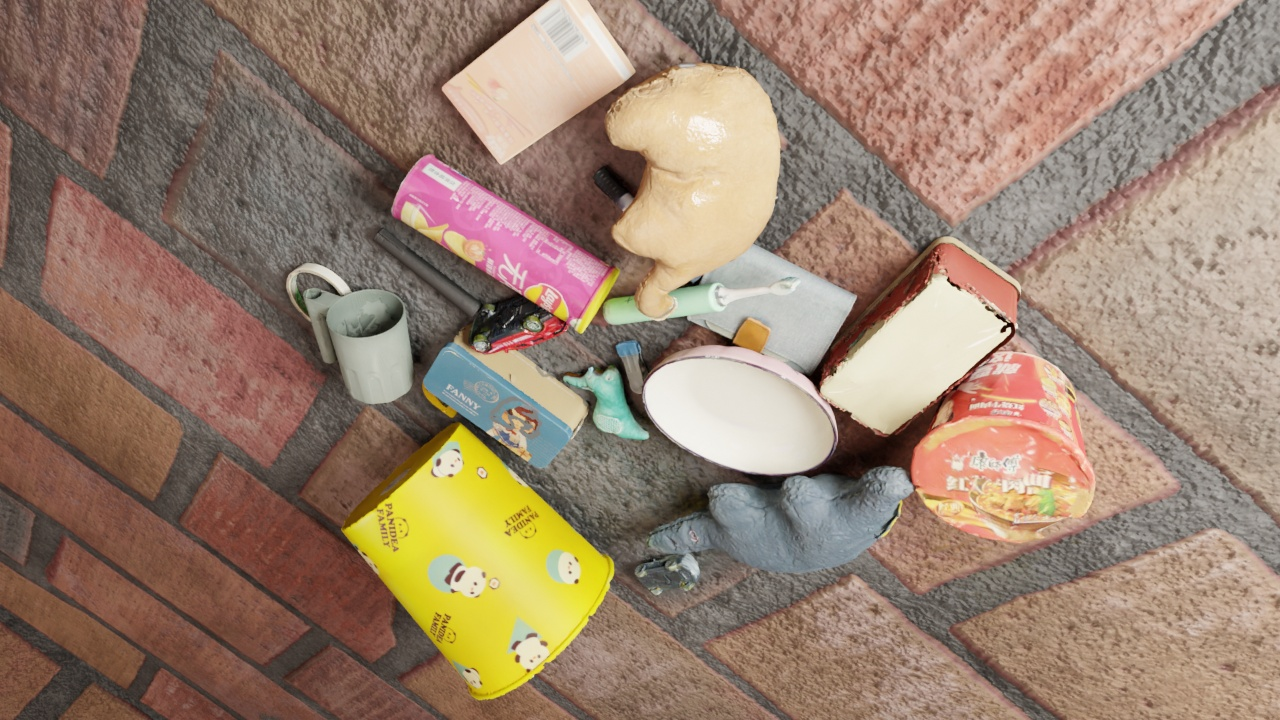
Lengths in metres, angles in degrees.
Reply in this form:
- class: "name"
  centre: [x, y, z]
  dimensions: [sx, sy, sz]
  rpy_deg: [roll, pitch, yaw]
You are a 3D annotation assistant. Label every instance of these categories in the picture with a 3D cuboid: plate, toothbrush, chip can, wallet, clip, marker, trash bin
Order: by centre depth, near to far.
- class: "marker"
  centre: [0.007, -0.119, 0.814]
  dimensions: [0.130, 0.018, 0.023]
  rpy_deg: [47, 161, -2]
- class: "toothbrush"
  centre: [0.047, -0.054, 0.821]
  dimensions: [0.225, 0.027, 0.026]
  rpy_deg: [-5, 119, 47]
- class: "wallet"
  centre: [0.112, -0.046, 0.823]
  dimensions: [0.130, 0.036, 0.107]
  rpy_deg: [27, 135, 6]
- class: "chip can"
  centre: [-0.126, -0.110, 0.865]
  dimensions: [0.210, 0.071, 0.072]
  rpy_deg: [32, 135, 0]
- class: "plate"
  centre: [0.097, 0.044, 0.886]
  dimensions: [0.192, 0.038, 0.193]
  rpy_deg: [16, 146, 11]
- class: "clip"
  centre: [-0.005, 0.005, 0.941]
  dimensions: [0.025, 0.029, 0.057]
  rpy_deg: [-8, 113, 29]
- class: "marker"
  centre: [-0.222, -0.093, 0.964]
  dimensions: [0.132, 0.020, 0.022]
  rpy_deg: [39, 143, -7]
- class: "trash bin"
  centre: [-0.199, 0.228, 1.094]
  dimensions: [0.230, 0.228, 0.255]
  rpy_deg: [-31, 105, 41]

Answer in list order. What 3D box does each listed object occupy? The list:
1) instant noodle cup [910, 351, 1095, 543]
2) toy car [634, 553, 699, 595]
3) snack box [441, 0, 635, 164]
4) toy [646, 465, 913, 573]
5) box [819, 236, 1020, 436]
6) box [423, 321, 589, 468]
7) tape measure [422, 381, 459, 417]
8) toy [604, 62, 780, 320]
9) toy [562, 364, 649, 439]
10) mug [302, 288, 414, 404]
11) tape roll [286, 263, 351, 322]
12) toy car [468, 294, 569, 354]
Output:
- class: "instant noodle cup"
  centre: [0.304, 0.065, 0.770]
  dimensions: [0.138, 0.108, 0.138]
  rpy_deg: [14, 133, 15]
- class: "toy car"
  centre: [0.032, 0.260, 1.125]
  dimensions: [0.091, 0.034, 0.043]
  rpy_deg: [-24, 117, 41]
- class: "snack box"
  centre: [-0.088, -0.235, 0.770]
  dimensions: [0.158, 0.026, 0.084]
  rpy_deg: [-22, 116, 38]
- class: "toy"
  centre: [0.151, 0.164, 0.930]
  dimensions: [0.137, 0.091, 0.357]
  rpy_deg: [24, 150, -34]
- class: "box"
  centre: [0.227, -0.012, 0.767]
  dimensions: [0.091, 0.076, 0.169]
  rpy_deg: [33, 134, -4]
- class: "box"
  centre: [-0.152, 0.035, 1.010]
  dimensions: [0.184, 0.059, 0.090]
  rpy_deg: [33, 134, -5]
- class: "tape measure"
  centre: [-0.227, 0.036, 1.068]
  dimensions: [0.057, 0.028, 0.060]
  rpy_deg: [38, 134, -7]
- class: "toy"
  centre: [0.045, -0.125, 0.739]
  dimensions: [0.143, 0.082, 0.226]
  rpy_deg: [-6, 125, -6]
- class: "toy"
  centre: [-0.038, 0.041, 0.980]
  dimensions: [0.097, 0.030, 0.092]
  rpy_deg: [10, 127, 29]
- class: "mug"
  centre: [-0.316, -0.021, 1.031]
  dimensions: [0.124, 0.083, 0.104]
  rpy_deg: [19, 136, 18]
- class: "tape roll"
  centre: [-0.368, -0.073, 1.057]
  dimensions: [0.086, 0.013, 0.086]
  rpy_deg: [14, 132, 16]
- class: "toy car"
  centre: [-0.123, -0.037, 0.937]
  dimensions: [0.121, 0.052, 0.045]
  rpy_deg: [-14, 138, 30]
